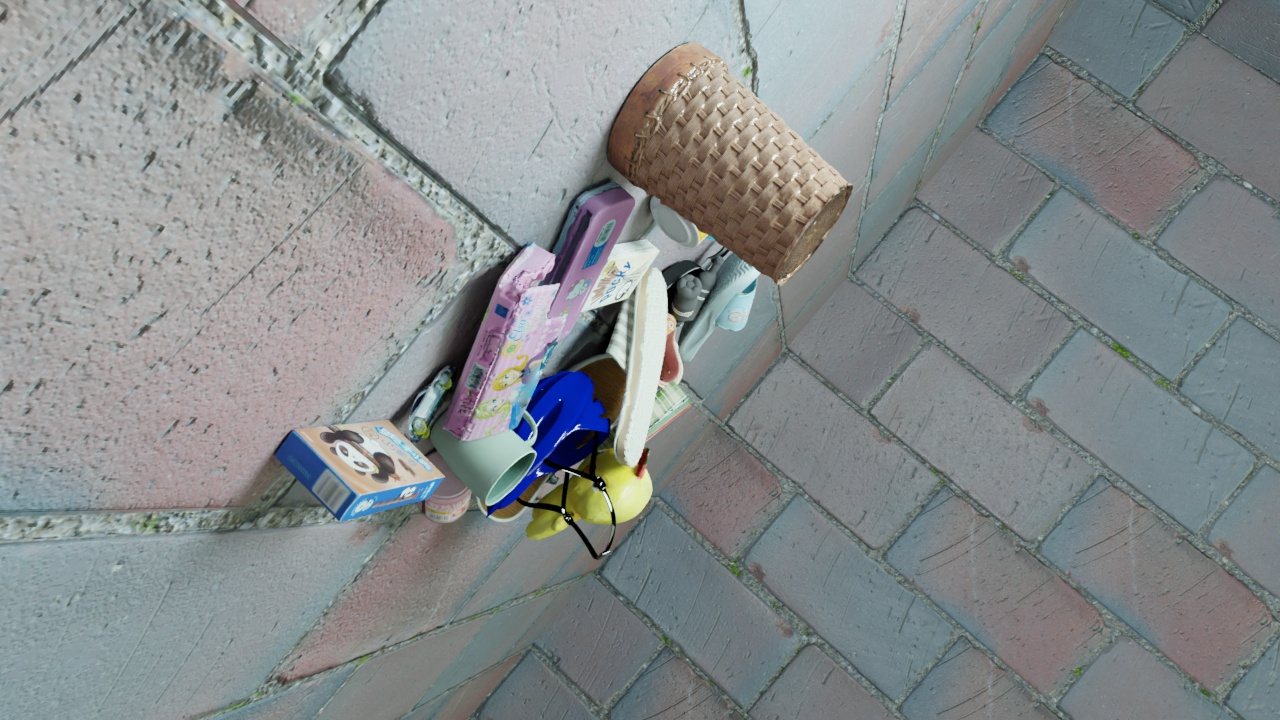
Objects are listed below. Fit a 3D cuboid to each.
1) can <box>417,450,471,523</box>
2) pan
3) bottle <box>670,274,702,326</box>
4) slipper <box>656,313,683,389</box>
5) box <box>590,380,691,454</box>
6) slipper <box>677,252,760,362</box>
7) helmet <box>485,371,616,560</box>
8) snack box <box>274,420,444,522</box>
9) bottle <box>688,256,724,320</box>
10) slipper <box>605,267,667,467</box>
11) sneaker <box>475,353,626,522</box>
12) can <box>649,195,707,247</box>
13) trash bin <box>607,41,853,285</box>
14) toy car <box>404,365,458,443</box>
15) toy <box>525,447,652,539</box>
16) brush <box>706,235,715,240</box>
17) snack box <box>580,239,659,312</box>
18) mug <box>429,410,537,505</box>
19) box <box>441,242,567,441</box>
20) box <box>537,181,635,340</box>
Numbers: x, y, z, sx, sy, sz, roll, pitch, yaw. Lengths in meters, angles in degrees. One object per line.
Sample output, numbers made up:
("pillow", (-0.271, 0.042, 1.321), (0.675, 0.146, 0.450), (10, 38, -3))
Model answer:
("can", (-0.236, 0.152, 1.107), (0.067, 0.067, 0.076), (-41, 165, -31))
("pan", (0.060, -0.109, 1.413), (0.356, 0.034, 0.225), (-48, 167, -6))
("bottle", (0.064, -0.084, 1.346), (0.036, 0.036, 0.110), (-43, 164, -26))
("slipper", (0.021, 0.011, 1.386), (0.093, 0.081, 0.198), (-39, 162, -31))
("box", (-0.010, 0.106, 1.383), (0.117, 0.050, 0.206), (-39, 177, -31))
("slipper", (0.130, -0.081, 1.429), (0.246, 0.074, 0.103), (-55, -168, 42))
("helmet", (-0.094, 0.134, 1.170), (0.240, 0.227, 0.148), (-43, 174, -37))
("snack box", (-0.254, 0.098, 0.849), (0.034, 0.087, 0.151), (-51, 167, 10))
("bottle", (0.093, -0.110, 1.375), (0.030, 0.030, 0.113), (-32, 159, -52))
("slipper", (-0.007, 0.007, 1.229), (0.114, 0.054, 0.272), (38, 56, -63))
("sneaker", (-0.121, 0.107, 1.333), (0.294, 0.120, 0.127), (-47, -171, -1))
("can", (0.083, -0.208, 1.109), (0.142, 0.079, 0.079), (-45, 166, -17))
("trash bin", (0.093, -0.191, 0.903), (0.151, 0.210, 0.151), (-47, 166, -15))
("toy car", (-0.217, 0.043, 0.943), (0.089, 0.027, 0.039), (-63, 179, -14))
("toy", (-0.068, 0.188, 1.272), (0.208, 0.092, 0.133), (-20, -155, 14))
("brush", (0.125, -0.205, 1.322), (0.076, 0.055, 0.135), (-31, -176, 46))
("snack box", (-0.035, -0.105, 1.129), (0.082, 0.026, 0.149), (-55, 167, 25))
("mug", (-0.174, 0.093, 1.059), (0.111, 0.104, 0.084), (-41, 165, -28))
("box", (-0.132, -0.004, 0.947), (0.231, 0.077, 0.084), (-60, -178, 38))
("box", (-0.075, -0.099, 1.001), (0.076, 0.036, 0.215), (-29, 157, -48))
